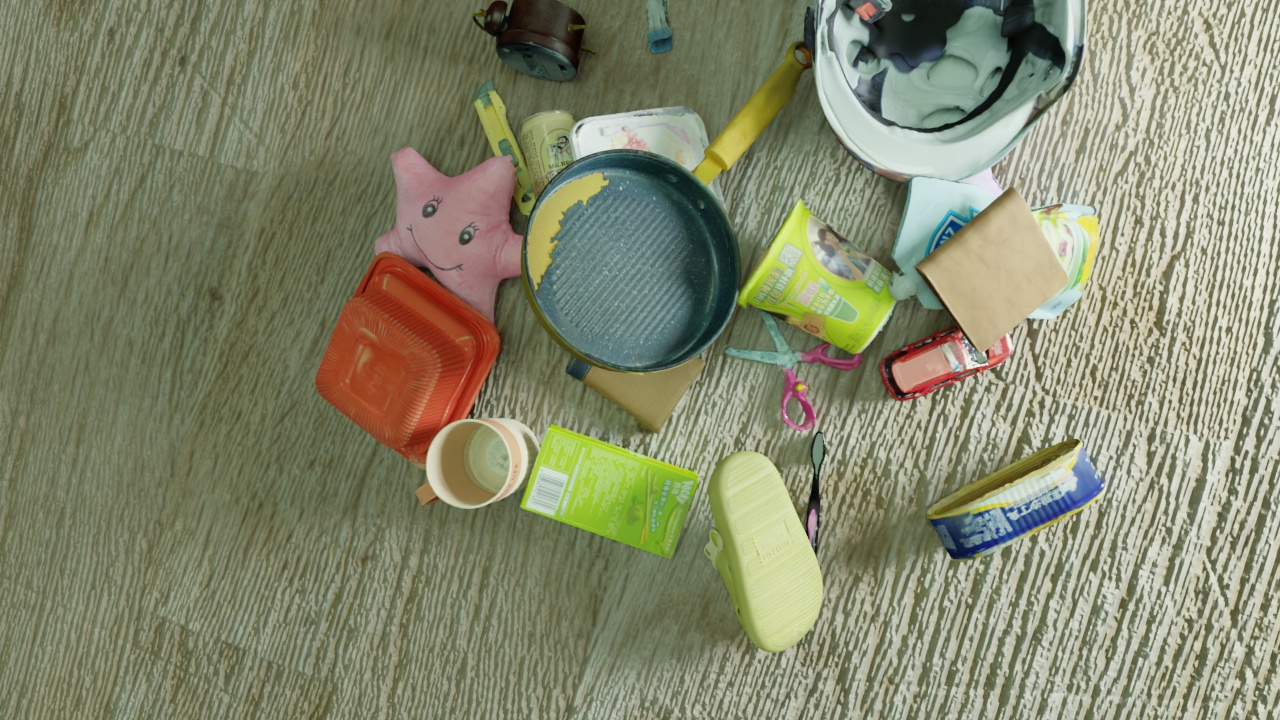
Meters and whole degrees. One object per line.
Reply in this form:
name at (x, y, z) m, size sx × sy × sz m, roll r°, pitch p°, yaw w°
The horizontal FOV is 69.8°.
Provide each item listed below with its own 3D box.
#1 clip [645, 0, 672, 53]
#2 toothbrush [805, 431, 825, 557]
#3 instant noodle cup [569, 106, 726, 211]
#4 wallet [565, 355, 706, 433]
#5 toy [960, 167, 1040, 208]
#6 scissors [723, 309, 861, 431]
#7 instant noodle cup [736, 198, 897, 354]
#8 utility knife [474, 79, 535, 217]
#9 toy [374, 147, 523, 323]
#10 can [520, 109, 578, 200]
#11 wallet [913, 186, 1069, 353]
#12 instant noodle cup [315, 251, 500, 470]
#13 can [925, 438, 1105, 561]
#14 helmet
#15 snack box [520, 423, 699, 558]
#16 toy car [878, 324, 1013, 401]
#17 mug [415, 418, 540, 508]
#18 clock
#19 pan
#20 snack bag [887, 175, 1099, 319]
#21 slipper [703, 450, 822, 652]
clip at (0.018, -0.339, 0.914) m, size 0.027 × 0.045 × 0.058 m, roll -7°, pitch 78°, yaw 13°
toothbrush at (0.165, 0.161, 0.880) m, size 0.014 × 0.017 × 0.189 m, roll 4°, pitch 93°, yaw 11°
instant noodle cup at (0.007, -0.145, 0.872) m, size 0.137 × 0.060 × 0.173 m, roll -12°, pitch 88°, yaw -21°
wallet at (-0.005, 0.005, 0.905) m, size 0.115 × 0.033 × 0.090 m, roll 34°, pitch 98°, yaw 9°
toy at (0.306, -0.155, 0.845) m, size 0.084 × 0.039 × 0.108 m, roll -31°, pitch 77°, yaw 5°
scissors at (0.150, -0.001, 0.884) m, size 0.131 × 0.017 × 0.133 m, roll -24°, pitch 81°, yaw 11°
instant noodle cup at (0.167, -0.069, 0.840) m, size 0.123 × 0.111 × 0.112 m, roll 32°, pitch 94°, yaw 2°
utility knife at (-0.128, -0.201, 0.944) m, size 0.031 × 0.020 × 0.188 m, roll -25°, pitch 89°, yaw 15°
toy at (-0.182, -0.139, 0.915) m, size 0.194 × 0.074 × 0.179 m, roll 41°, pitch 112°, yaw 7°
can at (-0.080, -0.183, 0.909) m, size 0.058 × 0.058 × 0.116 m, roll -14°, pitch 86°, yaw 10°
wallet at (0.300, -0.073, 0.777) m, size 0.101 × 0.020 × 0.115 m, roll -40°, pitch 120°, yaw 8°
instant noodle cup at (-0.244, 0.008, 0.910) m, size 0.164 × 0.079 × 0.189 m, roll 34°, pitch 113°, yaw 12°
can at (0.333, 0.125, 0.816) m, size 0.148 × 0.074 × 0.049 m, roll -29°, pitch 86°, yaw 8°
helmet at (0.250, -0.290, 0.801) m, size 0.229 × 0.145 × 0.259 m, roll 5°, pitch 108°, yaw 0°
snack box at (-0.029, 0.127, 0.894) m, size 0.156 × 0.026 × 0.086 m, roll 18°, pitch 93°, yaw -1°
toy car at (0.282, -0.002, 0.844) m, size 0.120 × 0.045 × 0.053 m, roll -25°, pitch 86°, yaw 7°
mug at (-0.161, 0.105, 0.893) m, size 0.114 × 0.106 × 0.081 m, roll -33°, pitch 83°, yaw 8°
clock at (-0.109, -0.320, 0.906) m, size 0.122 × 0.082 × 0.055 m, roll 14°, pitch 87°, yaw 10°
pan at (0.043, -0.147, 0.812) m, size 0.197 × 0.078 × 0.356 m, roll 40°, pitch 71°, yaw -10°
snack bag at (0.305, -0.094, 0.799) m, size 0.191 × 0.038 × 0.110 m, roll 5°, pitch 117°, yaw -17°
slipper at (0.106, 0.174, 0.861) m, size 0.091 × 0.082 × 0.190 m, roll -20°, pitch 98°, yaw -25°
